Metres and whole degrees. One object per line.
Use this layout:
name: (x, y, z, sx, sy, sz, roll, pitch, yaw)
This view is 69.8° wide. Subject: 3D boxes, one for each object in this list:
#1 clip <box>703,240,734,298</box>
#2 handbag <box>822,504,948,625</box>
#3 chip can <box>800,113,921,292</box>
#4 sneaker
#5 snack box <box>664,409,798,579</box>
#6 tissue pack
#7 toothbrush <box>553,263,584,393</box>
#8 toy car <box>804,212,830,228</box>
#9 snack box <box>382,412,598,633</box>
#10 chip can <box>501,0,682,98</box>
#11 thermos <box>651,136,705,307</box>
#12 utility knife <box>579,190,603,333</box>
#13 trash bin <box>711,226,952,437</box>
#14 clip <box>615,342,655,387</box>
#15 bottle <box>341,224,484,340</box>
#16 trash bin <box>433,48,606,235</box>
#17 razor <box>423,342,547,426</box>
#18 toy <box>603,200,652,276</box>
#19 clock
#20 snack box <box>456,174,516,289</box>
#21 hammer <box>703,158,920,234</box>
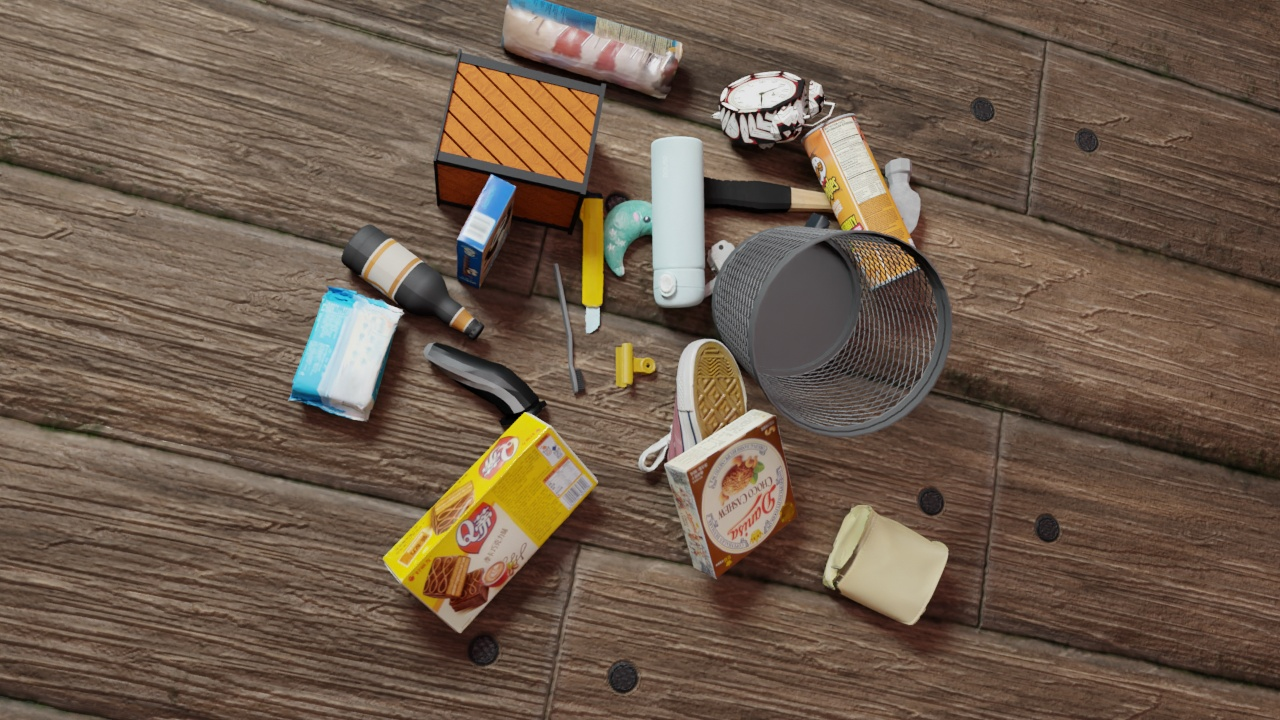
clip: (0.113, -0.126, 1.181, 0.101, 0.050, 0.058, -29, 98, -16)
handbag: (0.295, 0.248, 1.123, 0.119, 0.081, 0.111, 27, 83, -6)
chip can: (0.283, -0.200, 1.170, 0.075, 0.075, 0.215, -22, 86, -14)
sneaker: (0.067, 0.091, 1.106, 0.118, 0.088, 0.241, -6, 101, -35)
snack box: (0.109, 0.153, 1.065, 0.142, 0.041, 0.147, -28, 114, -31)
tissue pack: (-0.338, -0.008, 1.063, 0.093, 0.062, 0.144, 17, 79, -9)
toothbrush: (-0.092, -0.041, 1.140, 0.013, 0.013, 0.167, -8, 80, -20)
toy car: (0.208, -0.136, 1.180, 0.034, 0.046, 0.112, 21, 101, -15)
snack box: (-0.166, 0.179, 1.032, 0.230, 0.062, 0.110, -47, 125, -15)
chip can: (-0.064, -0.406, 1.187, 0.229, 0.080, 0.079, 14, 77, -7)
thermos: (0.047, -0.168, 1.141, 0.065, 0.077, 0.207, 0, 91, 25)
utility knife: (-0.061, -0.124, 1.150, 0.030, 0.017, 0.179, 0, 86, 3)
trash bin: (0.201, -0.050, 1.055, 0.217, 0.227, 0.218, -2, 104, -10)
clip: (-0.007, 0.006, 1.138, 0.049, 0.045, 0.054, -4, 77, 14)
bottle: (-0.265, -0.086, 1.093, 0.181, 0.059, 0.059, 36, 75, -2)
trash bin: (-0.147, -0.257, 1.107, 0.171, 0.140, 0.139, 11, 77, -8)
razor: (-0.187, 0.023, 1.092, 0.156, 0.057, 0.060, 39, 107, -2)
toy: (-0.005, -0.163, 1.172, 0.105, 0.033, 0.085, -26, 95, -15)
clock: (0.178, -0.318, 1.189, 0.155, 0.065, 0.114, 19, 52, 35)
snack box: (-0.182, -0.147, 1.072, 0.034, 0.151, 0.087, 26, 75, -5)
hammer: (0.211, -0.212, 1.219, 0.328, 0.039, 0.131, 3, 80, -9)
